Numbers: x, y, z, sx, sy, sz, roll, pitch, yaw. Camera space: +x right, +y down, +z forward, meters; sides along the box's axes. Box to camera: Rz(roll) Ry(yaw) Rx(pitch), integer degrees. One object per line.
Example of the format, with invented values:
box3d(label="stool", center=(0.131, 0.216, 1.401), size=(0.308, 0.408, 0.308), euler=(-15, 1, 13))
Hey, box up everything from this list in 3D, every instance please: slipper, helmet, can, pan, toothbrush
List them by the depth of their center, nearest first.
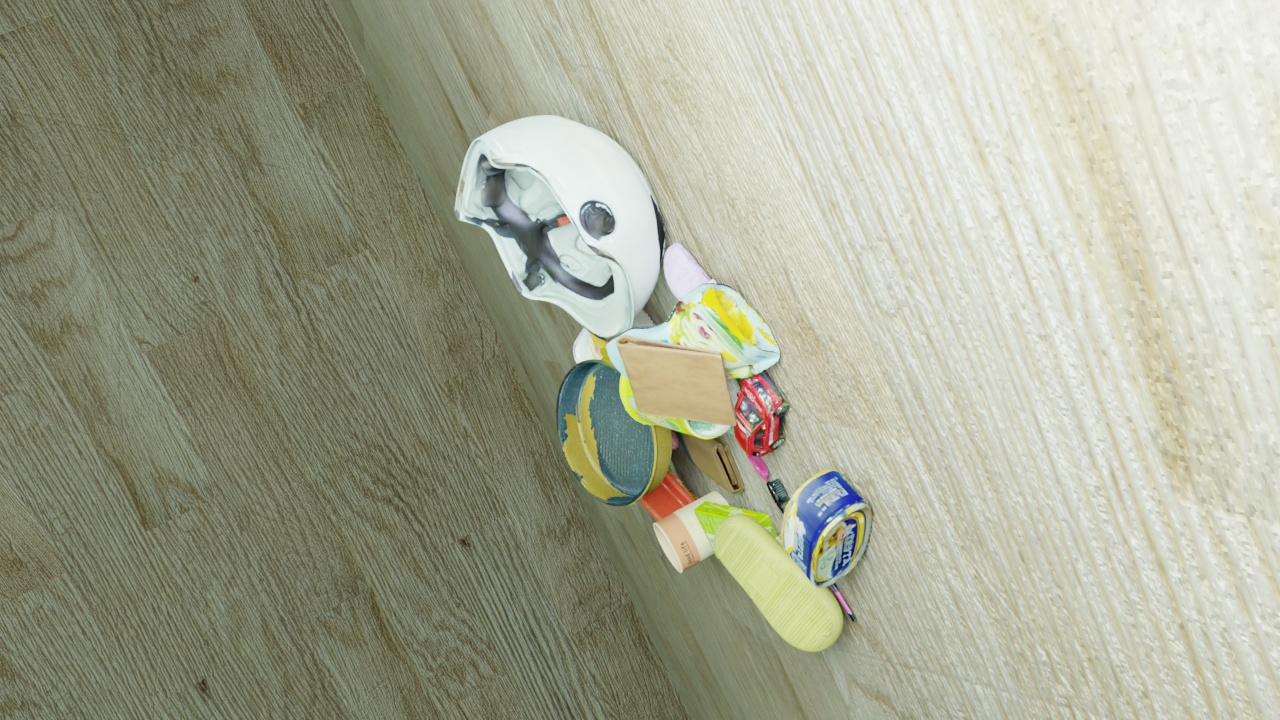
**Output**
box3d(label="can", center=(0.179, 0.165, 0.884), size=(0.049, 0.074, 0.148), euler=(50, 162, 34))
box3d(label="helmet", center=(-0.067, -0.159, 1.002), size=(0.258, 0.145, 0.230), euler=(44, 157, -5))
box3d(label="toothbrush", center=(0.200, 0.218, 1.058), size=(0.189, 0.017, 0.014), euler=(58, 168, 2))
box3d(label="slipper", center=(0.174, 0.255, 1.103), size=(0.190, 0.081, 0.092), euler=(45, 127, 19))
box3d(label="pan", center=(-0.047, 0.020, 1.178), size=(0.198, 0.078, 0.358), euler=(20, 115, 43))

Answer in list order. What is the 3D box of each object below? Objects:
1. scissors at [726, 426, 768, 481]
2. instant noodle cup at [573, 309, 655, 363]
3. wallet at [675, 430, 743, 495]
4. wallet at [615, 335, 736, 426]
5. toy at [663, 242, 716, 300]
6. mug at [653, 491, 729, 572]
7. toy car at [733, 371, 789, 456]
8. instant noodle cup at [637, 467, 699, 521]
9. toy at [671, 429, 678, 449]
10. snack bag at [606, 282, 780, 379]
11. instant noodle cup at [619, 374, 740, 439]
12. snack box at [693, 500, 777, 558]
box3d(label="scissors", center=(0.117, 0.082, 1.092), size=(0.133, 0.017, 0.131), euler=(59, 169, 31))
box3d(label="instant noodle cup", center=(-0.007, 0.007, 1.235), size=(0.173, 0.060, 0.138), euler=(56, 135, 20))
box3d(label="wallet", center=(0.091, 0.125, 1.241), size=(0.115, 0.033, 0.090), euler=(37, 154, 60))
box3d(label="wallet", center=(0.037, 0.022, 0.922), size=(0.115, 0.020, 0.101), euler=(9, 138, 25))
box3d(label="toy", center=(0.053, -0.079, 0.952), size=(0.084, 0.039, 0.108), euler=(83, 162, -49))
box3d(label="mug", center=(0.087, 0.262, 1.367), size=(0.081, 0.105, 0.115), euler=(52, 164, 39))
box3d(label="toy car", center=(0.123, 0.059, 0.956), size=(0.053, 0.045, 0.121), euler=(53, 162, 31))
box3d(label="instant noodle cup", center=(0.027, 0.197, 1.460), size=(0.189, 0.079, 0.164), euler=(48, 177, -27))
box3d(label="toy", center=(-0.025, 0.050, 1.423), size=(0.178, 0.074, 0.194), euler=(52, 173, -36))
box3d(label="snack bag", center=(0.047, -0.007, 0.928), size=(0.110, 0.038, 0.192), euler=(40, 142, -15))
box3d(label="instant noodle cup", center=(0.052, 0.038, 1.067), size=(0.123, 0.111, 0.112), euler=(24, 141, 58))
box3d(label="snack box", center=(0.137, 0.241, 1.245), size=(0.157, 0.026, 0.086), euler=(-3, 116, 63))
